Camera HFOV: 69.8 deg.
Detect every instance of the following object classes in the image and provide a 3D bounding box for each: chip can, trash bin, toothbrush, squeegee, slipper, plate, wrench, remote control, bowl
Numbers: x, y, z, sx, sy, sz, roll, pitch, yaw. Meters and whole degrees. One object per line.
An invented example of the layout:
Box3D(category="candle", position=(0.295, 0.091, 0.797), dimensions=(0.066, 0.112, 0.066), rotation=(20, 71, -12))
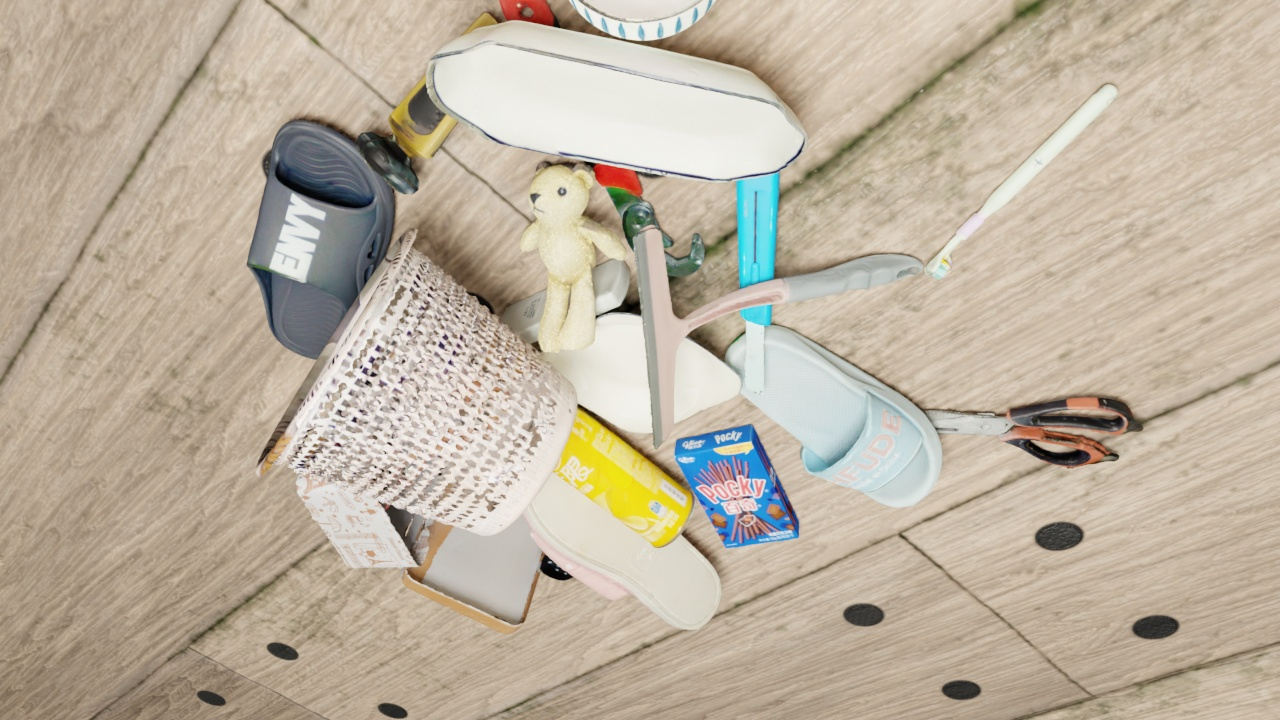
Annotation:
Box3D(category="chip can", position=(-0.043, 0.103, 0.925), dimensions=(0.213, 0.071, 0.072), rotation=(38, 127, -18))
Box3D(category="trash bin", position=(-0.168, 0.036, 0.752), dimensions=(0.192, 0.226, 0.228), rotation=(33, 129, -19))
Box3D(category="toothbrush", position=(0.287, -0.132, 0.700), dimensions=(0.020, 0.029, 0.190), rotation=(52, 130, 19))
Box3D(category="squeegee", position=(0.113, -0.050, 0.749), dimensions=(0.249, 0.040, 0.248), rotation=(-17, 139, -10))
Box3D(category="slipper", position=(-0.289, -0.081, 0.813), dimensions=(0.110, 0.083, 0.269), rotation=(18, 133, -7))
Box3D(category="plate", position=(-0.005, 0.005, 0.847), dimensions=(0.164, 0.034, 0.164), rotation=(31, 140, -30))
Box3D(category="slipper", position=(-0.023, 0.198, 0.993), dimensions=(0.274, 0.114, 0.055), rotation=(39, 154, -19))
Box3D(category="wrench", position=(-0.029, -0.170, 0.727), dimensions=(0.056, 0.016, 0.273), rotation=(-21, 124, 22))
Box3D(category="remote control", position=(-0.075, 0.212, 1.066), dimensions=(0.053, 0.024, 0.137), rotation=(28, 129, -12))
Box3D(category="plate", position=(-0.014, -0.181, 0.644), dimensions=(0.265, 0.034, 0.162), rotation=(9, 171, -7))
Box3D(category="bowl", position=(0.002, -0.260, 0.596), dimensions=(0.116, 0.116, 0.066), rotation=(8, 175, 3))
Box3D(category="remote control", position=(-0.070, -0.048, 0.816), dimensions=(0.135, 0.056, 0.019), rotation=(-21, 125, 26))
Box3D(category="slipper", position=(0.180, 0.059, 0.846), dimensions=(0.245, 0.074, 0.104), rotation=(36, 127, -14))

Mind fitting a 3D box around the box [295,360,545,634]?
Box3D(category="box", position=(-0.206, 0.140, 0.925), dimensions=(0.125, 0.178, 0.274), rotation=(-26, 121, 30))

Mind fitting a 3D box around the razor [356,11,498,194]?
Box3D(category="razor", position=(-0.156, -0.196, 0.702), dimensions=(0.062, 0.067, 0.168), rotation=(46, 119, -7))

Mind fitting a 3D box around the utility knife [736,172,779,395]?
Box3D(category="utility knife", position=(0.098, -0.063, 0.772), dimensions=(0.034, 0.018, 0.216), rotation=(2, 121, 10))

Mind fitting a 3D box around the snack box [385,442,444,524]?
Box3D(category="snack box", position=(-0.207, 0.159, 1.023), dimensions=(0.207, 0.057, 0.058), rotation=(24, 128, -10))

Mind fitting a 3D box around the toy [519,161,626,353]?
Box3D(category="toy", position=(-0.064, -0.083, 0.751), dimensions=(0.105, 0.066, 0.157), rotation=(9, 106, 37))

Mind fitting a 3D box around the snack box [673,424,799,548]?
Box3D(category="snack box", position=(0.103, 0.136, 0.964), dimensions=(0.085, 0.026, 0.157), rotation=(-13, 127, 22))

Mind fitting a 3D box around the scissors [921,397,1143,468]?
Box3D(category="scissors", position=(0.344, 0.070, 0.867), dimensions=(0.196, 0.015, 0.206), rotation=(37, 134, -24))
